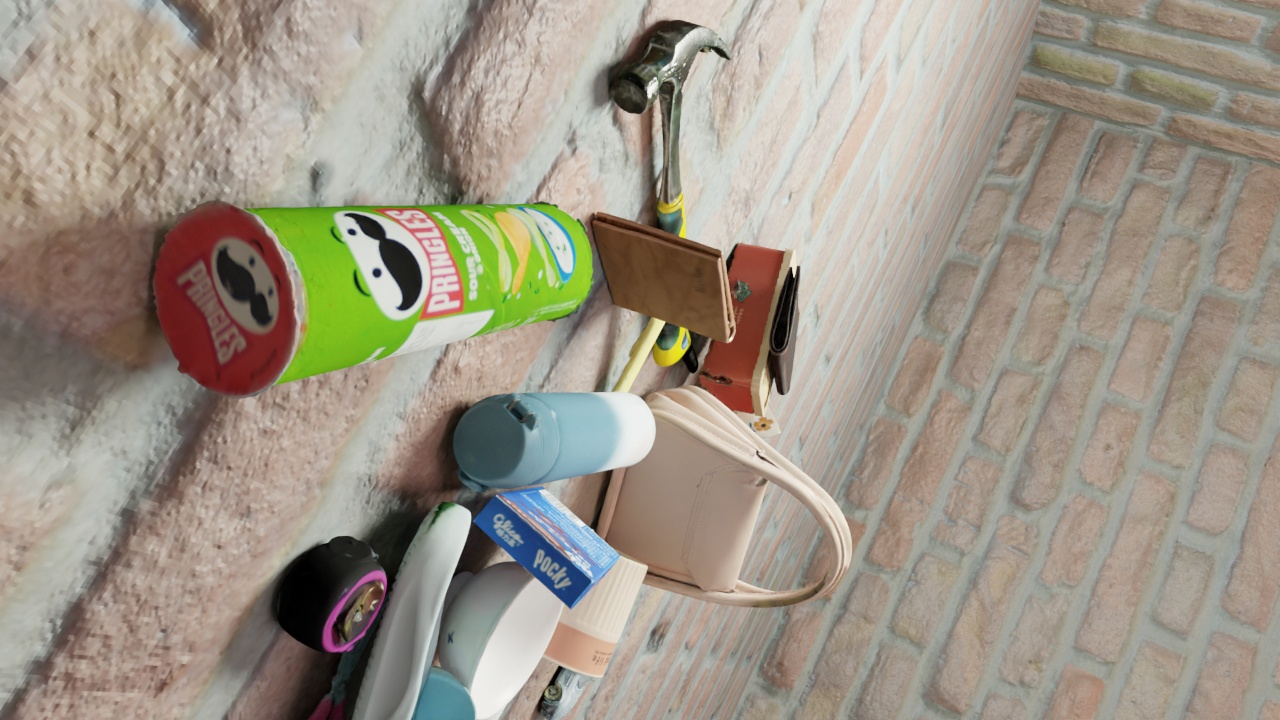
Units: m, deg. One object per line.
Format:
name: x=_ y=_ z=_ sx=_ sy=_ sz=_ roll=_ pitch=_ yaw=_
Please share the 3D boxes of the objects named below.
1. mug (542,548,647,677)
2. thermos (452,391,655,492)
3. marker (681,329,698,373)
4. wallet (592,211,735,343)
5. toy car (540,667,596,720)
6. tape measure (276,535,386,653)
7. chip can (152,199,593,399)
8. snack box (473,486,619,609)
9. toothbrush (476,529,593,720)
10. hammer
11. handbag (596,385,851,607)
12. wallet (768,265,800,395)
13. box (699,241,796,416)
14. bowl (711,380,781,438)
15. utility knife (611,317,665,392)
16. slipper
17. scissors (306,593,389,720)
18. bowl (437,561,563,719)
mug: x=-0.051 y=0.222 z=0.847 sx=0.114 sy=0.081 sz=0.105 roll=121 pitch=-7 yaw=-82
thermos: x=-0.057 y=0.055 z=0.665 sx=0.220 sy=0.070 sz=0.070 roll=3 pitch=108 yaw=-68
marker: x=0.047 y=-0.011 z=0.925 sx=0.018 sy=0.015 sz=0.124 roll=-64 pitch=161 yaw=-12
wallet: x=0.019 y=-0.060 z=0.677 sx=0.020 sy=0.101 sz=0.115 roll=-62 pitch=159 yaw=-21
toy car: x=-0.064 y=0.333 z=0.987 sx=0.120 sy=0.037 sz=0.054 roll=-55 pitch=157 yaw=-21
tape measure: x=-0.166 y=0.130 z=0.502 sx=0.057 sy=0.039 sz=0.057 roll=-48 pitch=153 yaw=-41
chip can: x=-0.104 y=-0.039 z=0.433 sx=0.235 sy=0.072 sz=0.072 roll=-21 pitch=130 yaw=-64
snack box: x=-0.061 y=0.127 z=0.649 sx=0.026 sy=0.084 sz=0.157 roll=-50 pitch=172 yaw=-1
toothbrush: x=-0.098 y=0.240 z=0.782 sx=0.221 sy=0.027 sz=0.026 roll=-59 pitch=178 yaw=-6
hammer: x=0.027 y=-0.117 z=0.736 sx=0.125 sy=0.032 sz=0.324 roll=-52 pitch=155 yaw=-33
handbag: x=0.083 y=0.147 z=0.864 sx=0.093 sy=0.234 sz=0.194 roll=-32 pitch=141 yaw=-54
wallet: x=0.149 y=-0.029 z=0.929 sx=0.122 sy=0.020 sz=0.096 roll=64 pitch=40 yaw=-67
box: x=0.108 y=-0.034 z=0.964 sx=0.091 sy=0.079 sz=0.168 roll=69 pitch=36 yaw=-63
bowl: x=0.111 y=0.042 z=1.045 sx=0.062 sy=0.113 sz=0.113 roll=-24 pitch=156 yaw=4
utility knife: x=-0.005 y=0.005 z=0.771 sx=0.030 sy=0.019 sz=0.173 roll=-17 pitch=135 yaw=-60
slipper: x=-0.133 y=0.209 z=0.563 sx=0.104 sy=0.074 sz=0.245 roll=-155 pitch=-100 yaw=-83
scissors: x=-0.191 y=0.203 z=0.557 sx=0.096 sy=0.017 sz=0.137 roll=-1 pitch=108 yaw=-68
bowl: x=-0.112 y=0.190 z=0.666 sx=0.118 sy=0.065 sz=0.118 roll=-50 pitch=153 yaw=-38
